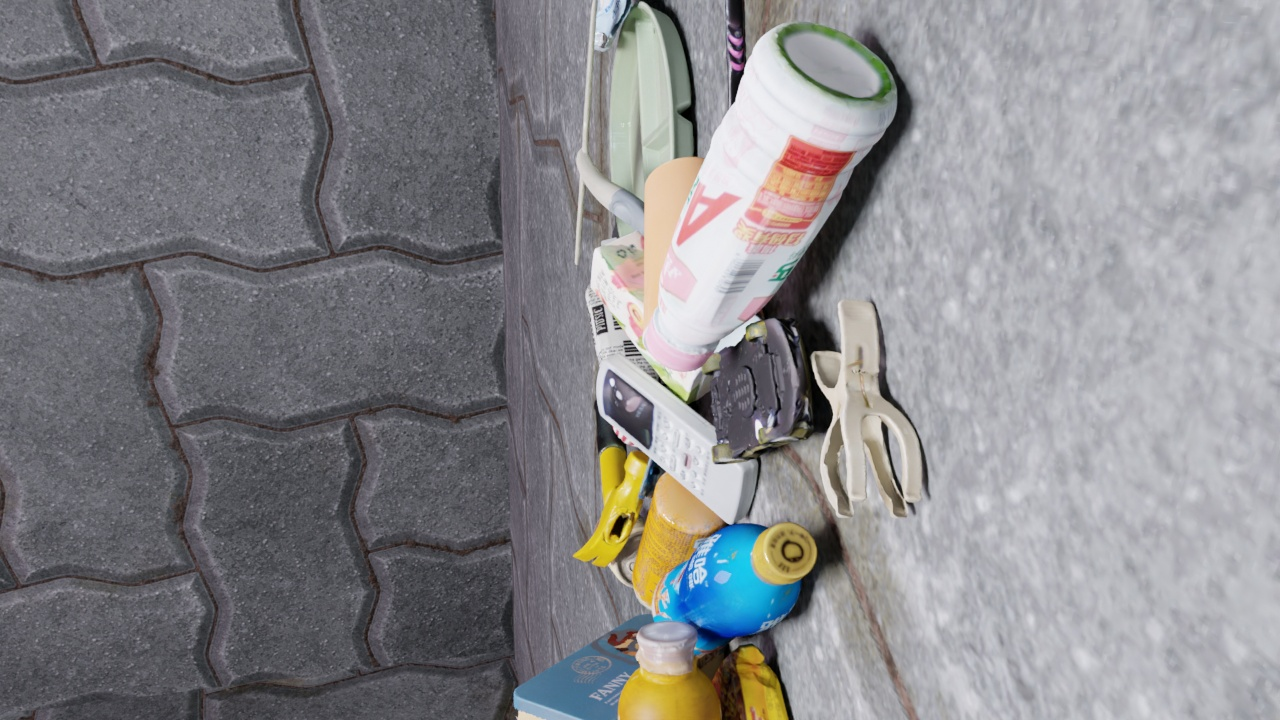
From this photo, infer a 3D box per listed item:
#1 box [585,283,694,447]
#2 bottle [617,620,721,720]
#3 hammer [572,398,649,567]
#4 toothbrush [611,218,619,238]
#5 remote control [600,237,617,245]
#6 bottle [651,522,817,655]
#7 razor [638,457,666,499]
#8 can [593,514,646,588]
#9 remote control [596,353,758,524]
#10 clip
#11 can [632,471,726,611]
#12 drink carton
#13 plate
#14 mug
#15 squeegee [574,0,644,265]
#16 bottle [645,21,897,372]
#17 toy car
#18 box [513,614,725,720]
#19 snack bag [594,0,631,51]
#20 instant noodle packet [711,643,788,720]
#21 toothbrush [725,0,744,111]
[{"bbox_3d":[-0.005,0.004,0.767,0.076,0.086,0.162,-40,51,46],"label":"box"},{"bbox_3d":[0.019,0.259,0.570,0.068,0.068,0.189,-156,64,-76],"label":"bottle"},{"bbox_3d":[-0.028,0.097,0.912,0.300,0.033,0.129,-101,35,-72],"label":"hammer"},{"bbox_3d":[-0.021,-0.202,0.954,0.016,0.014,0.190,-56,-32,-70],"label":"toothbrush"},{"bbox_3d":[-0.019,-0.064,0.897,0.135,0.019,0.056,82,172,-67],"label":"remote control"},{"bbox_3d":[0.058,0.139,0.572,0.219,0.065,0.065,114,150,-64],"label":"bottle"},{"bbox_3d":[0.022,0.103,0.752,0.143,0.022,0.042,63,-136,-72],"label":"razor"},{"bbox_3d":[-0.009,0.182,0.897,0.116,0.058,0.058,-173,80,-77],"label":"can"},{"bbox_3d":[0.021,0.054,0.653,0.150,0.021,0.058,37,138,34],"label":"remote control"},{"bbox_3d":[0.102,0.023,0.424,0.072,0.034,0.100,103,168,-54],"label":"clip"},{"bbox_3d":[0.030,0.142,0.714,0.146,0.058,0.058,101,161,-50],"label":"can"},{"bbox_3d":[0.016,-0.032,0.660,0.122,0.045,0.054,51,155,21],"label":"drink carton"},{"bbox_3d":[0.007,-0.188,0.795,0.230,0.027,0.230,176,91,-78],"label":"plate"},{"bbox_3d":[0.037,-0.068,0.601,0.078,0.078,0.122,109,160,-61],"label":"mug"},{"bbox_3d":[-0.014,-0.130,0.729,0.246,0.039,0.247,-126,34,-46],"label":"squeegee"},{"bbox_3d":[0.052,-0.068,0.460,0.197,0.068,0.068,117,149,-48],"label":"bottle"},{"bbox_3d":[0.070,0.021,0.534,0.158,0.042,0.070,133,132,-75],"label":"toy car"},{"bbox_3d":[-0.013,0.246,0.661,0.184,0.090,0.062,-8,-80,-58],"label":"box"},{"bbox_3d":[-0.021,-0.370,0.801,0.111,0.038,0.190,150,124,-61],"label":"snack bag"},{"bbox_3d":[0.073,0.265,0.590,0.111,0.044,0.128,95,165,-51],"label":"instant noodle packet"},{"bbox_3d":[0.061,-0.208,0.581,0.018,0.014,0.189,-165,72,-67],"label":"toothbrush"}]
